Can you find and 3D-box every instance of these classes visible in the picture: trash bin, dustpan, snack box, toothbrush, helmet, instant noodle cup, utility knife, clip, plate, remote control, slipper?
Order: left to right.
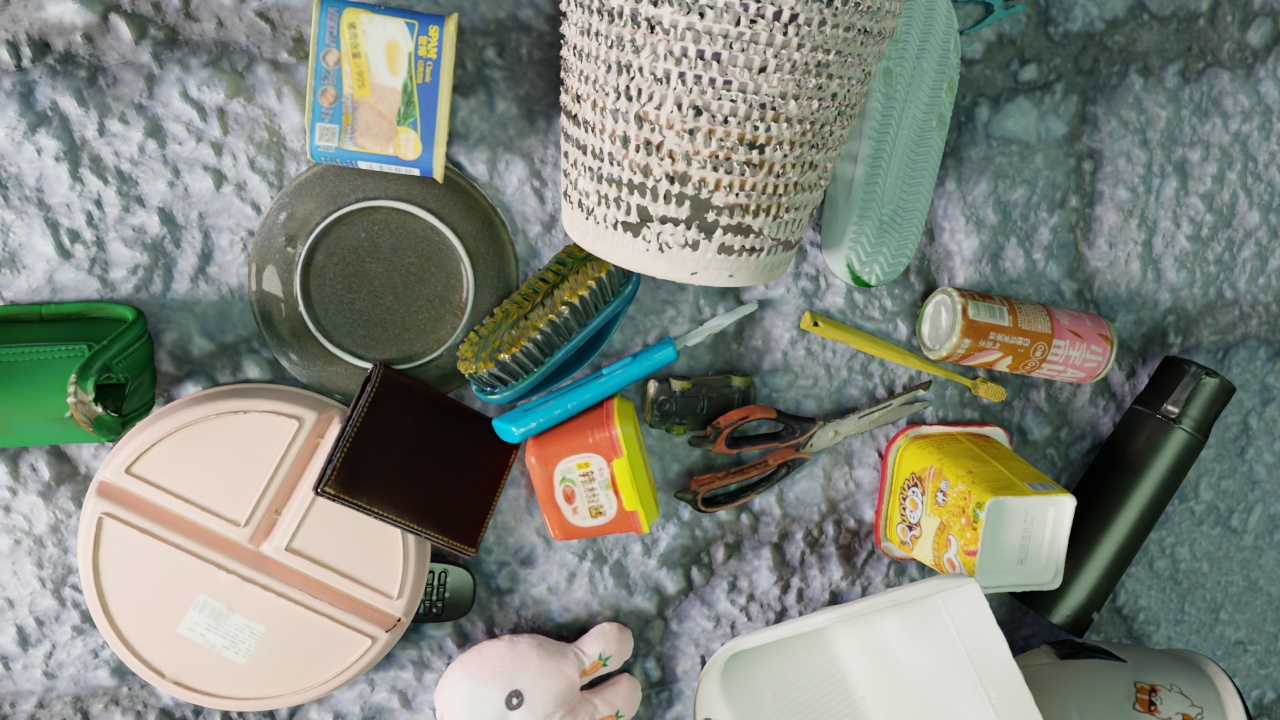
[{"bbox_3d":[-0.259,0.130,0.616,0.229,0.028,0.229,-1,97,-9],"label":"plate"},{"bbox_3d":[-0.187,0.162,0.660,0.136,0.024,0.053,6,100,-13],"label":"remote control"},{"bbox_3d":[-0.169,-0.051,0.613,0.179,0.024,0.179,-3,105,-13],"label":"plate"},{"bbox_3d":[-0.035,0.078,0.653,0.080,0.082,0.091,-14,106,4],"label":"snack box"},{"bbox_3d":[-0.004,0.004,0.657,0.216,0.034,0.018,-27,112,-15],"label":"utility knife"},{"bbox_3d":[0.039,-0.157,0.553,0.227,0.227,0.192,5,114,-15],"label":"trash bin"},{"bbox_3d":[0.158,0.289,0.674,0.142,0.258,0.222,-24,87,-24],"label":"dustpan"},{"bbox_3d":[0.160,-0.171,0.634,0.104,0.074,0.245,14,84,-39],"label":"slipper"},{"bbox_3d":[0.210,-0.001,0.722,0.190,0.016,0.016,19,98,-17],"label":"toothbrush"},{"bbox_3d":[0.258,0.117,0.707,0.116,0.123,0.116,0,103,-15],"label":"instant noodle cup"},{"bbox_3d":[0.257,-0.259,0.673,0.055,0.013,0.038,-19,108,-9],"label":"clip"},{"bbox_3d":[0.330,0.328,0.732,0.157,0.229,0.275,19,132,6],"label":"helmet"}]

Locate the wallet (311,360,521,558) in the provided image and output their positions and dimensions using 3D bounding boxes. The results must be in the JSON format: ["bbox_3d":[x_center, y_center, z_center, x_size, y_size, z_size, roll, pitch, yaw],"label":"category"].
[{"bbox_3d":[-0.145,0.069,0.621,0.122,0.020,0.096,31,70,-30],"label":"wallet"}]

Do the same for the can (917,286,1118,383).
[{"bbox_3d":[0.294,-0.019,0.717,0.147,0.058,0.058,9,101,-16],"label":"can"}]

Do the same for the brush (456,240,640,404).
[{"bbox_3d":[-0.056,-0.022,0.631,0.143,0.055,0.073,-42,137,-9],"label":"brush"}]

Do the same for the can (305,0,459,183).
[{"bbox_3d":[-0.159,-0.167,0.567,0.083,0.057,0.102,5,95,-12],"label":"can"}]

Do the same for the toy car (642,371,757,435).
[{"bbox_3d":[0.045,0.029,0.680,0.090,0.035,0.042,-2,107,-25],"label":"toy car"}]

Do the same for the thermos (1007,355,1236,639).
[{"bbox_3d":[0.397,0.110,0.764,0.090,0.068,0.242,23,98,-54],"label":"thermos"}]

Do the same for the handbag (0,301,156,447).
[{"bbox_3d":[-0.357,0.013,0.533,0.131,0.120,0.068,-4,110,-15],"label":"handbag"}]

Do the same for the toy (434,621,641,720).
[{"bbox_3d":[-0.074,0.257,0.700,0.159,0.054,0.121,-15,107,-18],"label":"toy"}]

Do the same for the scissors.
[{"bbox_3d":[0.128,0.053,0.700,0.203,0.015,0.204,-47,133,14],"label":"scissors"}]
